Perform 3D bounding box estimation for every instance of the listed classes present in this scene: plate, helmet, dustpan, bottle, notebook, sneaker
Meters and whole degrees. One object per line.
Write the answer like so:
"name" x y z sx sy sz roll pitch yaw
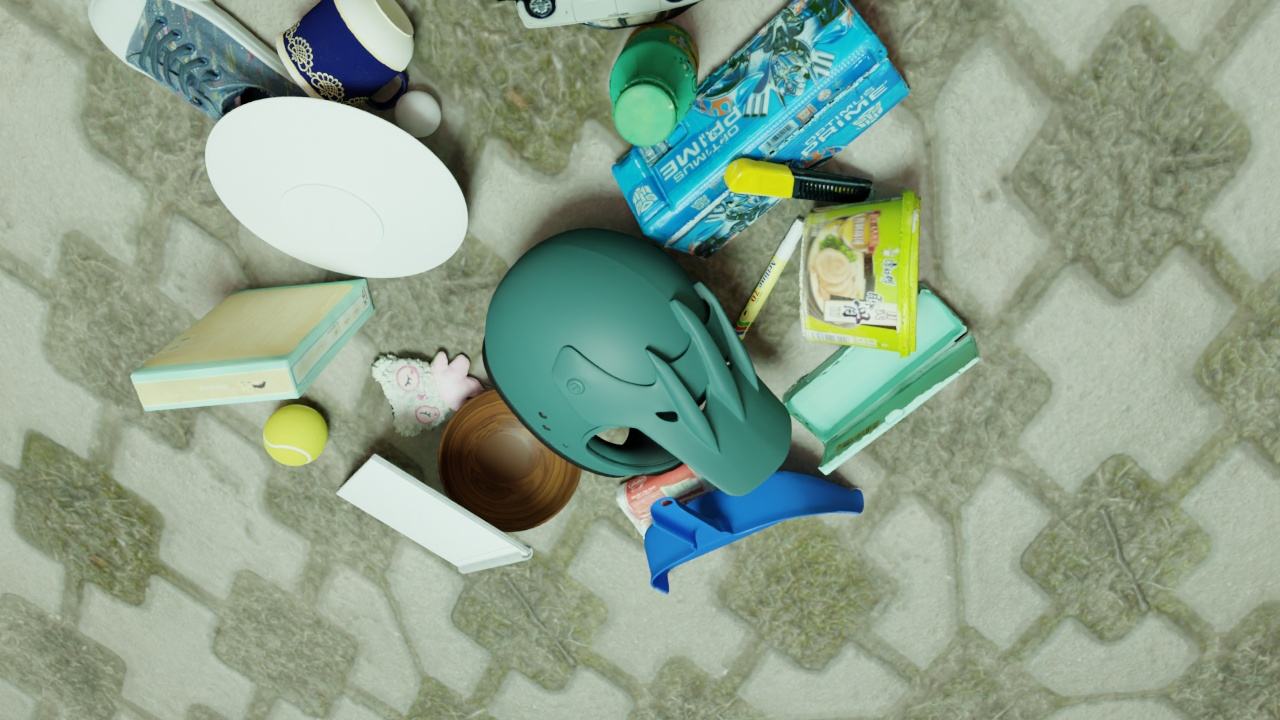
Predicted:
"plate" -0.271 -0.134 0.815 0.229 0.030 0.230 4 147 3
"helmet" -0.005 0.004 0.818 0.275 0.176 0.201 48 142 -14
"dustpan" 0.077 0.162 0.912 0.246 0.059 0.257 -27 145 18
"bottle" 0.010 -0.212 0.706 0.068 0.209 0.068 2 118 4
"notebook" -0.225 0.169 0.964 0.178 0.013 0.246 35 153 -13
"sneaker" -0.370 -0.250 0.795 0.235 0.079 0.088 30 117 -11

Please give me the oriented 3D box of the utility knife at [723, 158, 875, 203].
"utility knife" 0.144 -0.151 0.788 0.172 0.020 0.029 1 142 -34

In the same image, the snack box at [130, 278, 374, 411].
"snack box" -0.350 -0.021 0.851 0.141 0.193 0.044 -5 115 7

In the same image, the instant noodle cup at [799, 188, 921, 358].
"instant noodle cup" 0.194 -0.076 0.807 0.098 0.145 0.146 2 119 17

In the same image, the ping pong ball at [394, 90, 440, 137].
"ping pong ball" -0.198 -0.220 0.817 0.040 0.040 0.040 2 118 4

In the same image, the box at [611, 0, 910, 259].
"box" 0.107 -0.197 0.804 0.244 0.093 0.115 -38 149 22

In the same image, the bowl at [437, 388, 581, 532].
"bowl" -0.140 0.102 0.958 0.147 0.069 0.147 2 84 -18

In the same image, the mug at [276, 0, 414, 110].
"mug" -0.234 -0.262 0.782 0.089 0.085 0.111 -32 146 17

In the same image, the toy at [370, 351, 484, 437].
"toy" -0.221 0.030 0.957 0.109 0.041 0.096 -16 114 7

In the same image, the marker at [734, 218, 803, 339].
"marker" 0.123 -0.077 0.879 0.014 0.014 0.133 23 118 -7

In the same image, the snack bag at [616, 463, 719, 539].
"snack bag" 0.040 0.147 0.994 0.116 0.036 0.077 -28 113 18

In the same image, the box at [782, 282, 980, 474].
"box" 0.229 0.025 0.880 0.077 0.092 0.189 41 114 -17

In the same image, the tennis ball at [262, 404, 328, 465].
"tennis ball" -0.368 0.080 0.979 0.065 0.065 0.065 2 118 4

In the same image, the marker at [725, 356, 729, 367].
"marker" 0.048 0.021 0.935 0.134 0.018 0.015 -26 93 18

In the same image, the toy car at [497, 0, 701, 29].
"toy car" -0.017 -0.308 0.738 0.192 0.094 0.071 -7 138 8
